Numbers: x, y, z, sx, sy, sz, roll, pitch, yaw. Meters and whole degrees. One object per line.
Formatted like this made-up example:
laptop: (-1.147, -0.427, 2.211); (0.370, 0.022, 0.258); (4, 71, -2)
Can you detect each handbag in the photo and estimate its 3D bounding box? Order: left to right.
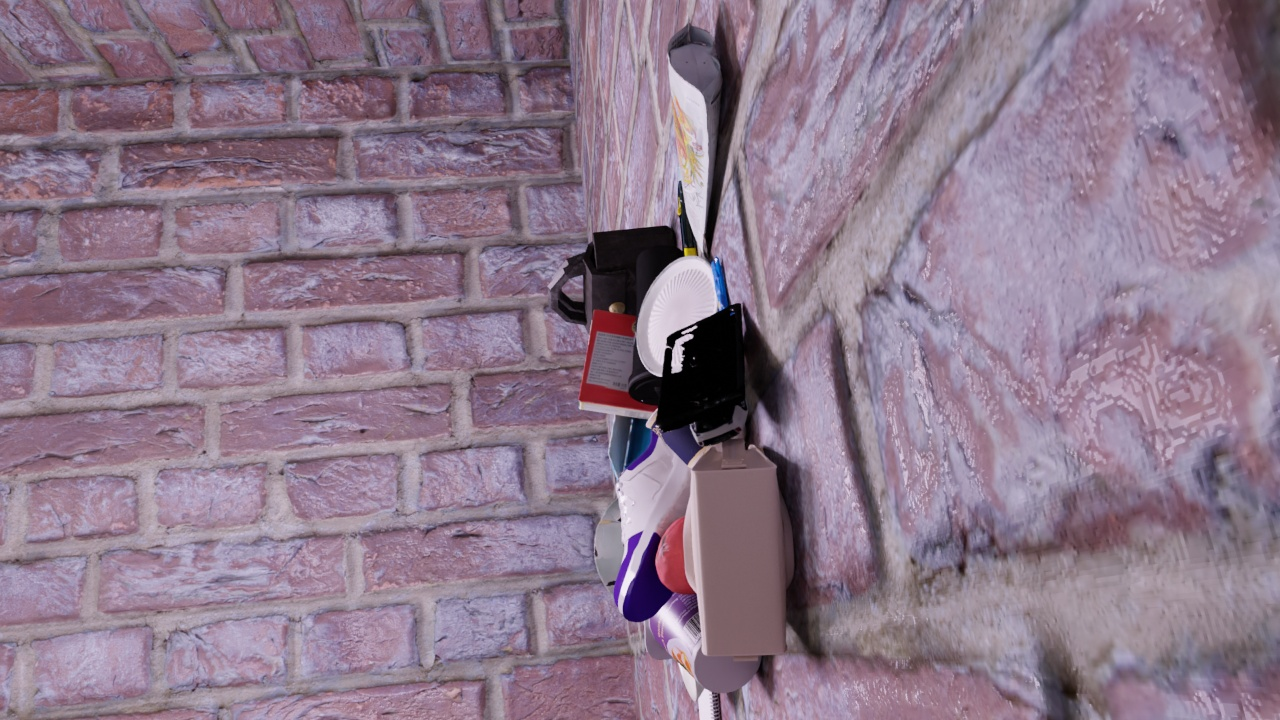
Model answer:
handbag: (-0.047, -0.113, 1.455); (0.198, 0.199, 0.102); (92, 171, -50)
handbag: (0.097, 0.173, 0.917); (0.197, 0.101, 0.194); (-44, -50, -83)

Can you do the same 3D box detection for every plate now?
plate: (0.048, -0.055, 1.148); (0.157, 0.014, 0.156); (-26, 55, 46)

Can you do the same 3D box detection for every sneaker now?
sneaker: (0.009, 0.179, 1.083); (0.092, 0.111, 0.243); (49, -120, -46)

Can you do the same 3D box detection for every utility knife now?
utility knife: (0.062, -0.183, 1.248); (0.029, 0.020, 0.187); (111, 154, -72)

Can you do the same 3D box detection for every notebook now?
notebook: (0.103, 0.532, 1.408); (0.178, 0.013, 0.245); (167, 99, -85)

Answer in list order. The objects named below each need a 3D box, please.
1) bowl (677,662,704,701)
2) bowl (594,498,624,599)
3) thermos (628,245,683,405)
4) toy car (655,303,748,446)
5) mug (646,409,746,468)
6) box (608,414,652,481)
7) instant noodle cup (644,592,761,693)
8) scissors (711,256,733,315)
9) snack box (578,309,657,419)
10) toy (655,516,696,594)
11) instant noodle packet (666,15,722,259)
bowl: (0.078, 0.369, 1.256); (0.177, 0.057, 0.176); (168, 91, -82)
bowl: (0.034, 0.231, 1.140); (0.068, 0.174, 0.174); (138, 129, -66)
thermos: (0.034, -0.047, 1.257); (0.106, 0.106, 0.218); (98, 171, -64)
toy car: (0.074, 0.025, 0.932); (0.071, 0.094, 0.191); (60, -162, -25)
mug: (0.076, 0.069, 1.022); (0.089, 0.111, 0.086); (46, 145, 12)
box: (-0.005, 0.061, 1.361); (0.092, 0.085, 0.242); (-48, 25, 48)
instant noodle cup: (0.075, 0.323, 1.067); (0.122, 0.137, 0.122); (40, 179, -21)
scissors: (0.096, -0.065, 1.053); (0.070, 0.022, 0.130); (101, 167, -72)
snack box: (-0.008, 0.008, 1.306); (0.040, 0.142, 0.144); (99, 180, -68)
toy: (0.071, 0.219, 1.019); (0.062, 0.132, 0.092); (11, 75, 51)
instant noodle packet: (0.061, -0.253, 1.071); (0.270, 0.057, 0.146); (87, 177, -60)
